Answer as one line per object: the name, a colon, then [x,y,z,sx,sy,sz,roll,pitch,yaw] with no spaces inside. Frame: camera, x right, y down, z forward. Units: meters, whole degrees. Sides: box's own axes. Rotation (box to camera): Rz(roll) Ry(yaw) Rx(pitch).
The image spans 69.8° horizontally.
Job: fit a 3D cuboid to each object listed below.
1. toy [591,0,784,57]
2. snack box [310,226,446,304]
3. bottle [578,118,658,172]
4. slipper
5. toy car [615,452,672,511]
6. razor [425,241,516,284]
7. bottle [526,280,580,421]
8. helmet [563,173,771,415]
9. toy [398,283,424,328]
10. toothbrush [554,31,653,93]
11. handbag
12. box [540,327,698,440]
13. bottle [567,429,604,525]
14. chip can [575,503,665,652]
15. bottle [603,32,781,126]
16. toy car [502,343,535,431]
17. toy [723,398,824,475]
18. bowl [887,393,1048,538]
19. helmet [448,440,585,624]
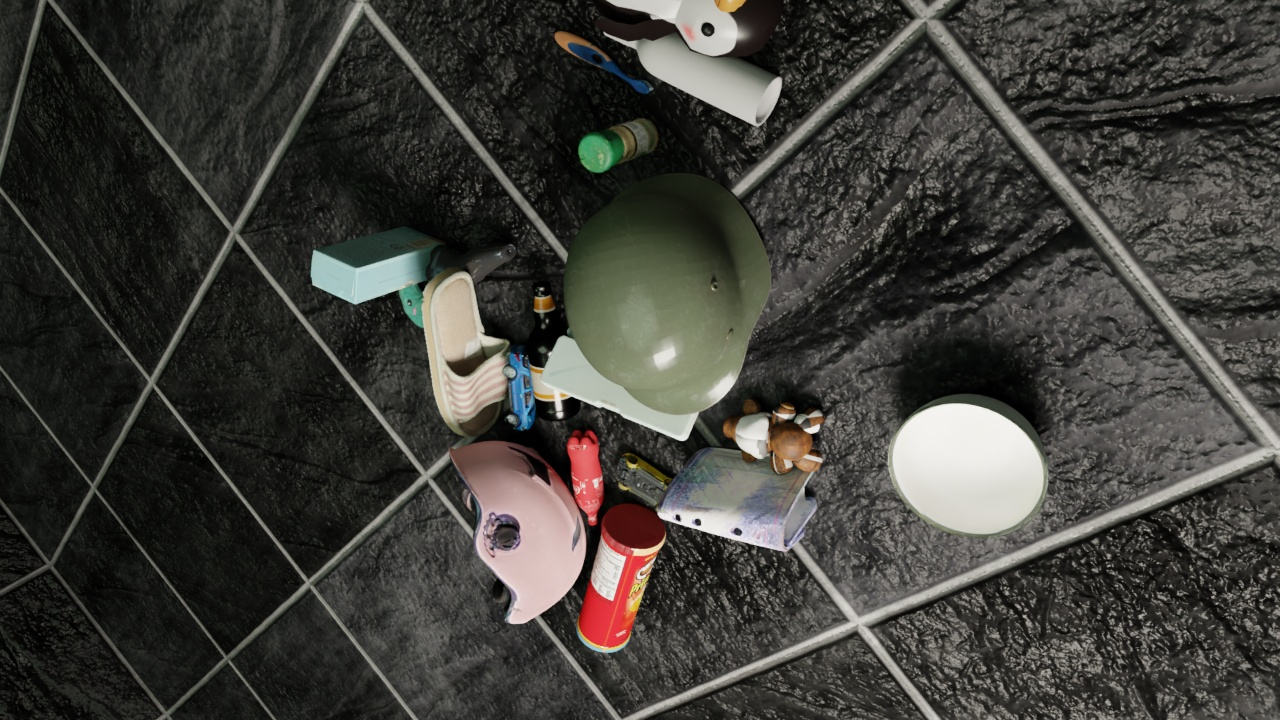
toy: [0.050,-0.359,0.887,0.184,0.140,0.159,30,93,6]
snack box: [-0.338,-0.128,1.200,0.075,0.174,0.053,23,117,21]
bottle: [-0.022,-0.232,0.984,0.043,0.110,0.043,14,118,27]
slipper: [-0.224,-0.003,1.216,0.052,0.114,0.263,20,136,29]
toy car: [0.013,0.162,1.207,0.107,0.030,0.049,32,125,19]
razor: [-0.223,-0.133,1.201,0.141,0.052,0.064,-15,108,35]
bottle: [-0.116,-0.014,1.185,0.059,0.059,0.182,8,117,29]
helmet: [0.009,-0.066,0.975,0.227,0.153,0.268,-10,93,27]
toy: [-0.302,-0.087,1.289,0.105,0.033,0.085,26,113,22]
toothbrush: [-0.041,-0.330,1.013,0.135,0.017,0.022,35,123,17]
handbag: [0.116,0.167,1.081,0.159,0.126,0.069,8,119,28]
box: [-0.008,0.004,1.082,0.197,0.135,0.044,21,157,22]
bottle: [-0.073,0.162,1.254,0.042,0.041,0.142,8,116,30]
chip can: [-0.030,0.303,1.269,0.087,0.086,0.214,28,126,19]
bottle: [0.047,-0.306,0.941,0.195,0.052,0.053,31,126,17]
toy car: [-0.158,0.037,1.240,0.043,0.056,0.120,2,110,8]
toy: [0.152,0.086,1.065,0.113,0.067,0.087,12,105,45]
bowl: [0.339,0.099,0.939,0.153,0.072,0.154,14,119,26]
helmet: [-0.162,0.214,1.245,0.230,0.152,0.255,-178,64,-81]
